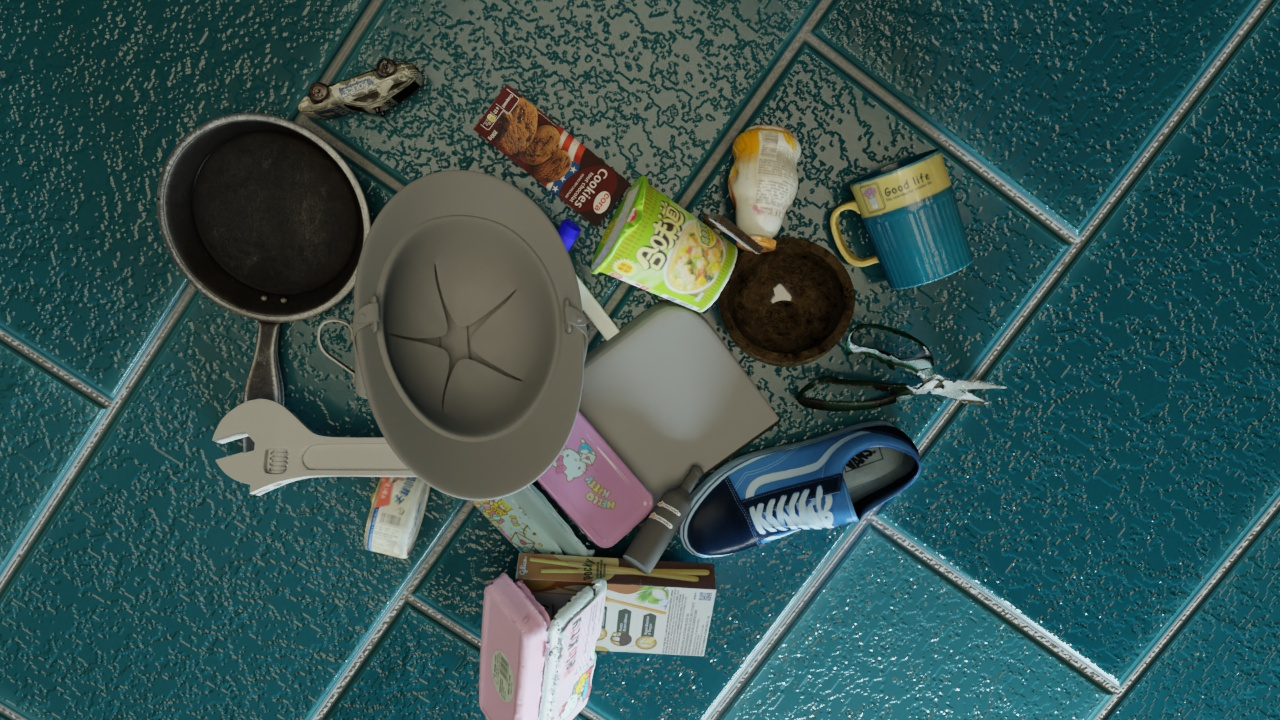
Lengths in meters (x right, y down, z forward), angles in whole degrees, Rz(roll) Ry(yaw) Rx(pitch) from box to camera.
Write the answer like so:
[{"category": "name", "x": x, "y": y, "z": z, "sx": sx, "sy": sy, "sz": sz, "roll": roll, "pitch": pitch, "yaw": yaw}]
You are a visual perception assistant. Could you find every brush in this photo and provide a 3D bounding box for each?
[{"category": "brush", "x": 0.071, "y": -0.117, "z": 0.801, "sx": 0.045, "sy": 0.143, "sz": 0.008, "roll": 35, "pitch": 97, "yaw": -15}]

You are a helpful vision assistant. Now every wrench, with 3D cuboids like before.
[{"category": "wrench", "x": -0.252, "y": 0.076, "z": 0.829, "sx": 0.273, "sy": 0.018, "sz": 0.086, "roll": -2, "pitch": 75, "yaw": 5}]

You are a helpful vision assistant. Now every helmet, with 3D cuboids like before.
[{"category": "helmet", "x": -0.148, "y": -0.013, "z": 0.768, "sx": 0.183, "sy": 0.118, "sz": 0.271, "roll": 0, "pitch": 75, "yaw": -21}]

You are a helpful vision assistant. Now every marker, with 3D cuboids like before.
[{"category": "marker", "x": -0.099, "y": -0.068, "z": 0.849, "sx": 0.020, "sy": 0.020, "sz": 0.142, "roll": 32, "pitch": 112, "yaw": -6}]

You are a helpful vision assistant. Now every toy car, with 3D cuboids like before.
[{"category": "toy car", "x": -0.249, "y": -0.237, "z": 0.823, "sx": 0.113, "sy": 0.048, "sz": 0.040, "roll": -18, "pitch": 95, "yaw": 3}]

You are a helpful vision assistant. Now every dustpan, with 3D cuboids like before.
[{"category": "dustpan", "x": -0.005, "y": 0.005, "z": 0.878, "sx": 0.163, "sy": 0.033, "sz": 0.257, "roll": -36, "pitch": 106, "yaw": 5}]

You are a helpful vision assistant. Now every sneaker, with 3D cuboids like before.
[{"category": "sneaker", "x": 0.148, "y": 0.126, "z": 0.862, "sx": 0.241, "sy": 0.098, "sz": 0.083, "roll": -23, "pitch": 102, "yaw": 2}]

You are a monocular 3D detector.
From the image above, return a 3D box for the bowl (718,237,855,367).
[{"category": "bowl", "x": 0.134, "y": -0.047, "z": 0.851, "sx": 0.121, "sy": 0.056, "sz": 0.121, "roll": -2, "pitch": 72, "yaw": 6}]

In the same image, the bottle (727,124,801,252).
[{"category": "bottle", "x": 0.110, "y": -0.154, "z": 0.828, "sx": 0.063, "sy": 0.063, "sz": 0.108, "roll": 8, "pitch": 83, "yaw": -3}]

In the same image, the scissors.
[{"category": "scissors", "x": 0.245, "y": 0.030, "z": 0.878, "sx": 0.209, "sy": 0.015, "sz": 0.147, "roll": 20, "pitch": 137, "yaw": -27}]

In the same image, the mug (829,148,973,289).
[{"category": "mug", "x": 0.235, "y": -0.124, "z": 0.844, "sx": 0.114, "sy": 0.083, "sz": 0.107, "roll": -17, "pitch": 103, "yaw": 30}]

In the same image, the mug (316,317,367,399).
[{"category": "mug", "x": -0.236, "y": -0.004, "z": 0.840, "sx": 0.113, "sy": 0.084, "sz": 0.070, "roll": -1, "pitch": 101, "yaw": -11}]

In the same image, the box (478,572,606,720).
[{"category": "box", "x": -0.089, "y": 0.276, "z": 0.870, "sx": 0.102, "sy": 0.087, "sz": 0.202, "roll": -20, "pitch": 136, "yaw": -34}]

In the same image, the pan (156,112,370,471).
[{"category": "pan", "x": -0.345, "y": -0.046, "z": 0.851, "sx": 0.187, "sy": 0.055, "sz": 0.357, "roll": 7, "pitch": 111, "yaw": -3}]

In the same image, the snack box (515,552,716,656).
[{"category": "snack box", "x": -0.026, "y": 0.237, "z": 0.888, "sx": 0.186, "sy": 0.031, "sz": 0.101, "roll": 4, "pitch": 126, "yaw": -2}]

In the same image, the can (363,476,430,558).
[{"category": "can", "x": -0.228, "y": 0.140, "z": 0.863, "sx": 0.043, "sy": 0.086, "sz": 0.086, "roll": 15, "pitch": 98, "yaw": -6}]

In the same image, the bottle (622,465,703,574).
[{"category": "bottle", "x": 0.026, "y": 0.146, "z": 0.867, "sx": 0.030, "sy": 0.030, "sz": 0.112, "roll": 39, "pitch": 67, "yaw": -7}]

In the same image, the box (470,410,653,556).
[{"category": "box", "x": -0.103, "y": 0.103, "z": 0.863, "sx": 0.150, "sy": 0.048, "sz": 0.214, "roll": -36, "pitch": 106, "yaw": 14}]

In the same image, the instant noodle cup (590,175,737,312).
[{"category": "instant noodle cup", "x": 0.024, "y": -0.099, "z": 0.833, "sx": 0.108, "sy": 0.099, "sz": 0.099, "roll": 27, "pitch": 97, "yaw": -14}]

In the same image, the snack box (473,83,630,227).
[{"category": "snack box", "x": -0.080, "y": -0.186, "z": 0.843, "sx": 0.141, "sy": 0.031, "sz": 0.051, "roll": 38, "pitch": 96, "yaw": -7}]
